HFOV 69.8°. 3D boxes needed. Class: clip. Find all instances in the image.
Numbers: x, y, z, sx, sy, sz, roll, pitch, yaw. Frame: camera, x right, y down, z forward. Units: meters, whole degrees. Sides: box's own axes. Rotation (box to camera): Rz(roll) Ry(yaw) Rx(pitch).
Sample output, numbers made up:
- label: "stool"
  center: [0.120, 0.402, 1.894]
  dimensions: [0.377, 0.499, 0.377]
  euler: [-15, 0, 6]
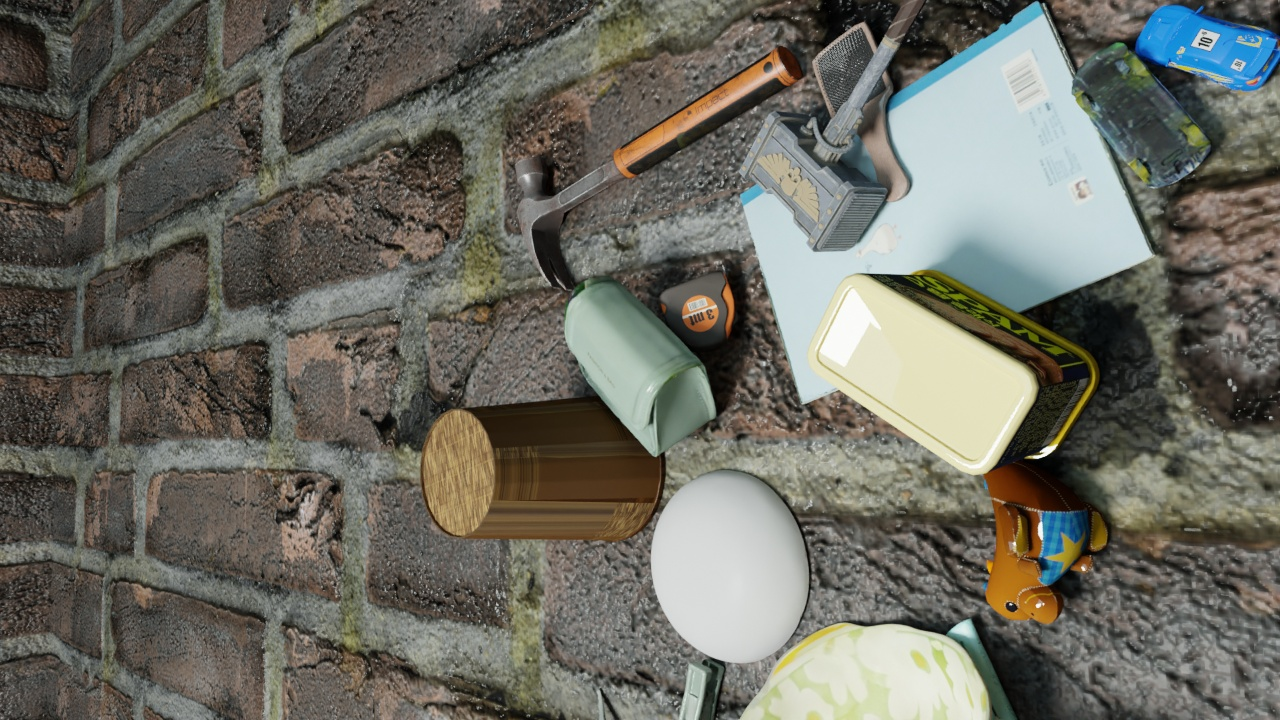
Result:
- label: "clip"
  center: [0.046, 0.275, 0.725]
  dimensions: [0.023, 0.042, 0.076]
  euler: [16, 98, 45]

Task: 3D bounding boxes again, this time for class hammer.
- label: "hammer"
  center: [0.171, -0.223, 0.570]
  dimensions: [0.098, 0.044, 0.323]
  euler: [55, 134, 32]
- label: "hammer"
  center: [0.005, -0.168, 0.791]
  dimensions: [0.315, 0.035, 0.137]
  euler: [-22, 72, 40]

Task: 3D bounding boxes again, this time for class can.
- label: "can"
  center: [0.183, 0.003, 0.547]
  dimensions: [0.135, 0.104, 0.075]
  euler: [37, 116, 33]

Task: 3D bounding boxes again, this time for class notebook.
- label: "notebook"
  center: [0.186, -0.096, 0.627]
  dimensions: [0.254, 0.009, 0.181]
  euler: [-28, 68, 40]

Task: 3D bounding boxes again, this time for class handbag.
- label: "handbag"
  center: [-0.004, 0.004, 0.728]
  dimensions: [0.122, 0.067, 0.106]
  euler: [47, 163, 33]

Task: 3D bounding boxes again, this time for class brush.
- label: "brush"
  center: [0.157, -0.172, 0.643]
  dimensions: [0.050, 0.015, 0.135]
  euler: [-31, 65, 39]

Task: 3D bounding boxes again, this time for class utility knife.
- label: "utility knife"
  center: [0.232, 0.241, 0.561]
  dimensions: [0.022, 0.015, 0.165]
  euler: [-36, 67, 35]

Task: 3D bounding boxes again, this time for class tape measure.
- label: "tape measure"
  center: [0.049, -0.036, 0.732]
  dimensions: [0.058, 0.038, 0.058]
  euler: [-21, 80, 3]

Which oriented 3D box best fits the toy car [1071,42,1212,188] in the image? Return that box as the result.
- label: "toy car"
  center: [0.284, -0.139, 0.523]
  dimensions: [0.039, 0.027, 0.089]
  euler: [-43, 62, 36]

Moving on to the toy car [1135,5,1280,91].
- label: "toy car"
  center: [0.302, -0.170, 0.485]
  dimensions: [0.092, 0.061, 0.033]
  euler: [40, 114, 38]

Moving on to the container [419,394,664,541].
- label: "container"
  center: [-0.084, 0.092, 0.765]
  dimensions: [0.132, 0.167, 0.132]
  euler: [-4, 84, 44]

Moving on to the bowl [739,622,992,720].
- label: "bowl"
  center: [0.139, 0.255, 0.567]
  dimensions: [0.188, 0.219, 0.060]
  euler: [-35, 105, 10]

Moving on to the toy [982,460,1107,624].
- label: "toy"
  center: [0.225, 0.106, 0.561]
  dimensions: [0.103, 0.070, 0.090]
  euler: [-129, 43, -60]

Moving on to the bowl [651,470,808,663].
- label: "bowl"
  center: [0.056, 0.161, 0.712]
  dimensions: [0.150, 0.043, 0.149]
  euler: [-4, 84, 44]

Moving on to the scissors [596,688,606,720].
- label: "scissors"
  center: [-0.029, 0.353, 0.757]
  dimensions: [0.142, 0.014, 0.158]
  euler: [-32, 47, 60]
